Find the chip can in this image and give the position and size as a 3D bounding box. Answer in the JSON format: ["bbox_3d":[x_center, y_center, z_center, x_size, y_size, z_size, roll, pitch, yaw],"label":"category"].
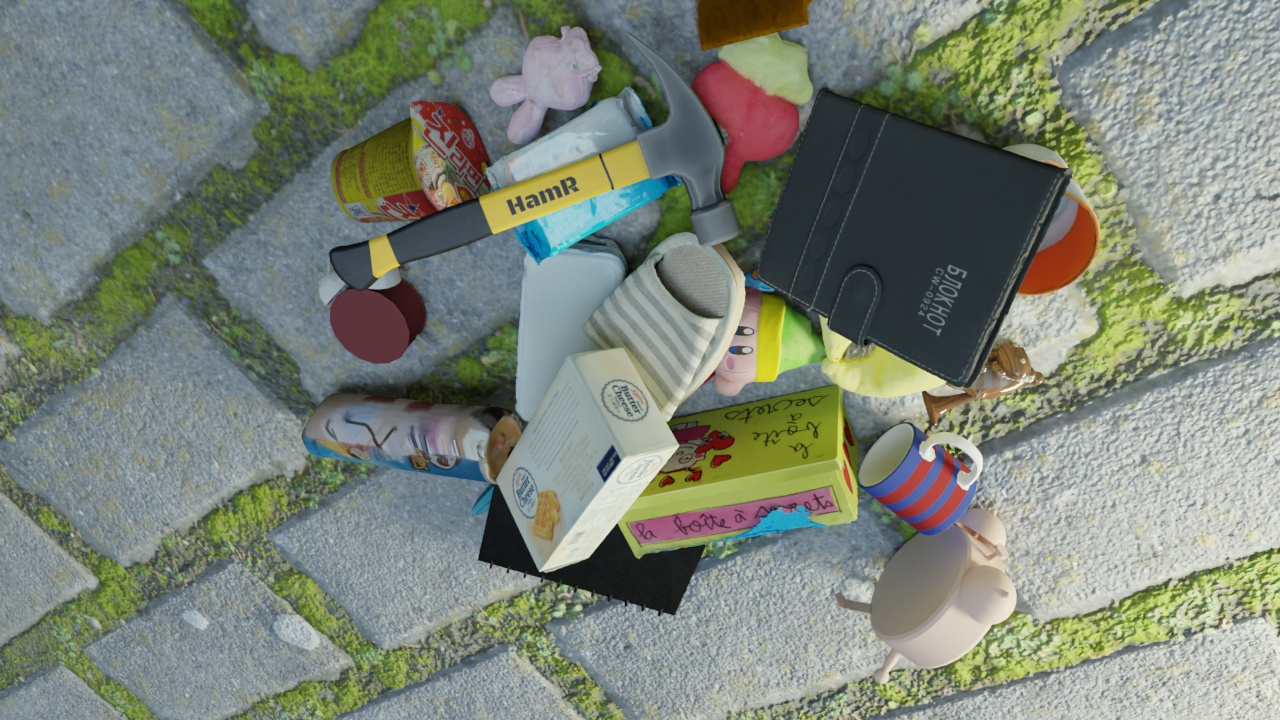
[{"bbox_3d":[-0.235,0.075,0.936,0.230,0.079,0.080,5,122,22],"label":"chip can"}]

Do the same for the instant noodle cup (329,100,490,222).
[{"bbox_3d":[-0.204,-0.160,0.797,0.113,0.100,0.100,-8,118,28],"label":"instant noodle cup"}]

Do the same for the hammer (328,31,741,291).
[{"bbox_3d":[-0.093,-0.128,0.717,0.325,0.034,0.170,-19,103,8],"label":"hammer"}]

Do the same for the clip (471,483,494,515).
[{"bbox_3d":[-0.136,0.121,0.986,0.120,0.033,0.119,-1,124,14],"label":"clip"}]

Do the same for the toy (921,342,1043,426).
[{"bbox_3d":[0.297,0.018,0.798,0.102,0.041,0.055,-18,137,15],"label":"toy"}]

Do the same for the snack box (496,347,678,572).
[{"bbox_3d":[-0.054,0.091,0.803,0.104,0.057,0.208,60,140,24],"label":"snack box"}]

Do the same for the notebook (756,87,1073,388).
[{"bbox_3d":[0.185,-0.093,0.679,0.209,0.029,0.170,36,115,42],"label":"notebook"}]

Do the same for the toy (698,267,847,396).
[{"bbox_3d":[0.111,-0.028,0.811,0.131,0.096,0.124,7,93,24],"label":"toy"}]

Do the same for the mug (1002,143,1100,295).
[{"bbox_3d":[0.288,-0.107,0.684,0.082,0.105,0.082,7,122,11],"label":"mug"}]

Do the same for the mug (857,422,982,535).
[{"bbox_3d":[0.262,0.101,0.829,0.076,0.074,0.112,37,143,-9],"label":"mug"}]

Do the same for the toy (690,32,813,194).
[{"bbox_3d":[0.080,-0.194,0.722,0.091,0.045,0.135,28,118,-1],"label":"toy"}]

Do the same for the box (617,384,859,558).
[{"bbox_3d":[0.089,0.103,0.858,0.221,0.124,0.079,-15,118,24],"label":"box"}]

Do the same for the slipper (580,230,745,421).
[{"bbox_3d":[-0.005,0.005,0.808,0.114,0.053,0.273,43,126,15],"label":"slipper"}]

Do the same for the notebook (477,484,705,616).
[{"bbox_3d":[-0.053,0.196,0.995,0.231,0.019,0.169,16,127,-2],"label":"notebook"}]

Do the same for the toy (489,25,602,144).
[{"bbox_3d":[-0.076,-0.225,0.745,0.110,0.047,0.063,-26,89,32],"label":"toy"}]

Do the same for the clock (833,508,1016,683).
[{"bbox_3d":[0.273,0.214,0.868,0.086,0.130,0.161,42,122,-12],"label":"clock"}]

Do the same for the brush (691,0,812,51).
[{"bbox_3d":[0.102,-0.265,0.675,0.126,0.048,0.017,-8,160,19],"label":"brush"}]

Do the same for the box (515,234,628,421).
[{"bbox_3d":[-0.070,-0.021,0.868,0.118,0.063,0.214,13,122,4],"label":"box"}]

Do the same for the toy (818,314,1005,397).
[{"bbox_3d":[0.223,-0.040,0.764,0.155,0.064,0.171,-8,120,9],"label":"toy"}]

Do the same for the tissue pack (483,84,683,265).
[{"bbox_3d":[-0.049,-0.152,0.756,0.144,0.061,0.093,-28,104,7],"label":"tissue pack"}]

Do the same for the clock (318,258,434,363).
[{"bbox_3d":[-0.262,-0.052,0.902,0.087,0.044,0.124,-12,117,21],"label":"clock"}]
